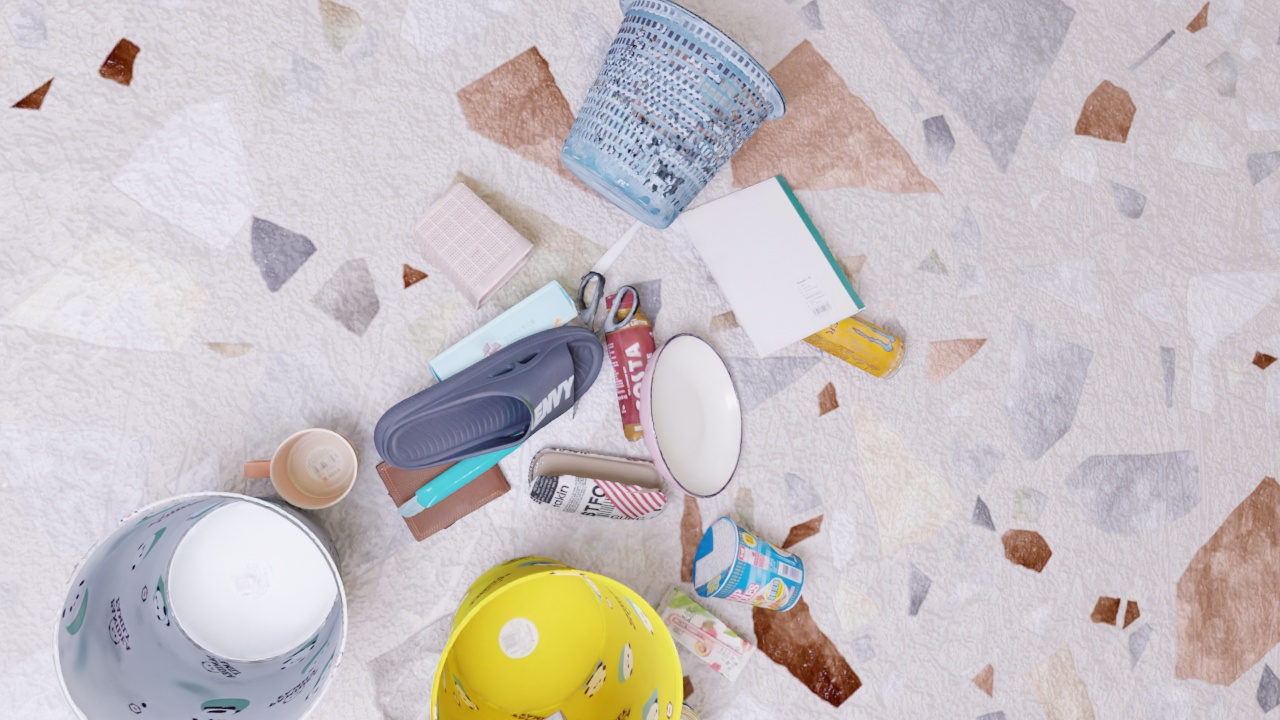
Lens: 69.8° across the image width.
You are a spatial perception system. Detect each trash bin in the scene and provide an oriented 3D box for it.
[{"bbox_3d":[-0.101,0.311,0.948,0.229,0.255,0.229,1,87,-13],"label":"trash bin"},{"bbox_3d":[-0.391,0.232,0.885,0.229,0.252,0.229,1,87,-13],"label":"trash bin"},{"bbox_3d":[0.019,-0.268,1.047,0.226,0.226,0.195,34,93,-10],"label":"trash bin"}]

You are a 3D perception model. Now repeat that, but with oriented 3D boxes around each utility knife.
[{"bbox_3d":[-0.196,0.122,1.027,0.174,0.013,0.029,-34,101,-24],"label":"utility knife"}]

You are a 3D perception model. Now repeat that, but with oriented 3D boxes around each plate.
[{"bbox_3d":[0.054,0.065,1.069,0.192,0.039,0.192,19,66,-50],"label":"plate"}]

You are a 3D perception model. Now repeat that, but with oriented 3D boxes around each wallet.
[{"bbox_3d":[-0.224,0.135,1.046,0.124,0.032,0.101,-29,97,-13],"label":"wallet"}]

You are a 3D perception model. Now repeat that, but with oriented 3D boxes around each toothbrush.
[{"bbox_3d":[-0.004,-0.165,1.121,0.016,0.016,0.180,40,79,-3],"label":"toothbrush"}]

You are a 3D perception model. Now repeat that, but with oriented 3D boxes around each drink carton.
[{"bbox_3d":[0.074,0.326,1.097,0.122,0.045,0.053,38,80,-8],"label":"drink carton"}]

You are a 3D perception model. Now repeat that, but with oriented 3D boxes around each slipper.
[{"bbox_3d":[-0.148,0.057,0.988,0.267,0.083,0.111,-24,134,-18],"label":"slipper"}]

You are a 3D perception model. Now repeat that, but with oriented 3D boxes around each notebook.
[{"bbox_3d":[0.161,-0.121,1.125,0.150,0.012,0.209,-24,73,-13],"label":"notebook"}]

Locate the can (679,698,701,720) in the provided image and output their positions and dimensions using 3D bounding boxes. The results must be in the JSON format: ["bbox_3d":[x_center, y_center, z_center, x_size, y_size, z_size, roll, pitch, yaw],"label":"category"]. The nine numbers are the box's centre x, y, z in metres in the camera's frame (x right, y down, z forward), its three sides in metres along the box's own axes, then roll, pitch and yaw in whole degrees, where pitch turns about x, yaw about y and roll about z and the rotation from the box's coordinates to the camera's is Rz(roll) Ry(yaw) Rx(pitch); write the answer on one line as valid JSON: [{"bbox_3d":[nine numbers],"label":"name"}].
[{"bbox_3d":[0.024,0.414,1.046,0.075,0.111,0.075,1,86,-13],"label":"can"}]

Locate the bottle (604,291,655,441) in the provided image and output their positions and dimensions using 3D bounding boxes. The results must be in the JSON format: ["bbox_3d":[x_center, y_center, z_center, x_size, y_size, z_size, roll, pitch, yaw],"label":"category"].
[{"bbox_3d":[-0.006,0.006,1.089,0.057,0.057,0.175,-11,90,-14],"label":"bottle"}]

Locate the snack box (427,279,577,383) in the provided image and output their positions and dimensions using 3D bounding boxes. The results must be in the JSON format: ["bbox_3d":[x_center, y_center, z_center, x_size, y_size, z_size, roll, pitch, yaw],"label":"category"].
[{"bbox_3d":[-0.158,-0.023,1.046,0.174,0.074,0.051,-35,96,-13],"label":"snack box"}]

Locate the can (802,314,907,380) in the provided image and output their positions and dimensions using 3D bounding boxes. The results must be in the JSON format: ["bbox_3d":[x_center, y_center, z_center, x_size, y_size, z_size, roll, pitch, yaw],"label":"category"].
[{"bbox_3d":[0.260,-0.030,1.154,0.146,0.058,0.058,25,81,-11],"label":"can"}]

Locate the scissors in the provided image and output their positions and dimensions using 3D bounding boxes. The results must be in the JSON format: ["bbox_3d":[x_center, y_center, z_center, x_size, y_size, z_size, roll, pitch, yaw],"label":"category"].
[{"bbox_3d":[-0.055,-0.020,1.069,0.163,0.014,0.165,-22,72,27],"label":"scissors"}]

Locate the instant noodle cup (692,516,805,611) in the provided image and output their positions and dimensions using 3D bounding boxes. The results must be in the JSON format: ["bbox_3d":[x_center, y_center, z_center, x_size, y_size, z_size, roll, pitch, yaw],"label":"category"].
[{"bbox_3d":[0.134,0.250,1.095,0.110,0.099,0.099,23,82,-18],"label":"instant noodle cup"}]

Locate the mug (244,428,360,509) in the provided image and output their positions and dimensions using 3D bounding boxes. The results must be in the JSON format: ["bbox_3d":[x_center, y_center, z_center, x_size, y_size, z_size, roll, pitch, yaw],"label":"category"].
[{"bbox_3d":[-0.357,0.113,0.974,0.114,0.106,0.081,-2,87,-14],"label":"mug"}]

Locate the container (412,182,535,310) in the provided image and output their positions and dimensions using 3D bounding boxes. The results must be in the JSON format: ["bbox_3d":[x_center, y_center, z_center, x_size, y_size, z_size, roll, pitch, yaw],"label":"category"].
[{"bbox_3d":[-0.192,-0.131,1.038,0.111,0.090,0.090,45,78,-5],"label":"container"}]

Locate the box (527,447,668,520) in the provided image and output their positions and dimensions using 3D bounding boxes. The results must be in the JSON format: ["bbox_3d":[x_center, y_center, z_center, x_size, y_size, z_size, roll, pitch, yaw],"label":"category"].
[{"bbox_3d":[-0.051,0.141,1.077,0.163,0.076,0.086,7,45,-13],"label":"box"}]

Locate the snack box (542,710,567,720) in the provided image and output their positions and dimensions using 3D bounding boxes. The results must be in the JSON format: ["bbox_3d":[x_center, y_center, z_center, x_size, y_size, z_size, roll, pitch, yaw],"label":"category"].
[{"bbox_3d":[-0.071,0.367,0.771,0.077,0.093,0.094,-29,94,-13],"label":"snack box"}]
